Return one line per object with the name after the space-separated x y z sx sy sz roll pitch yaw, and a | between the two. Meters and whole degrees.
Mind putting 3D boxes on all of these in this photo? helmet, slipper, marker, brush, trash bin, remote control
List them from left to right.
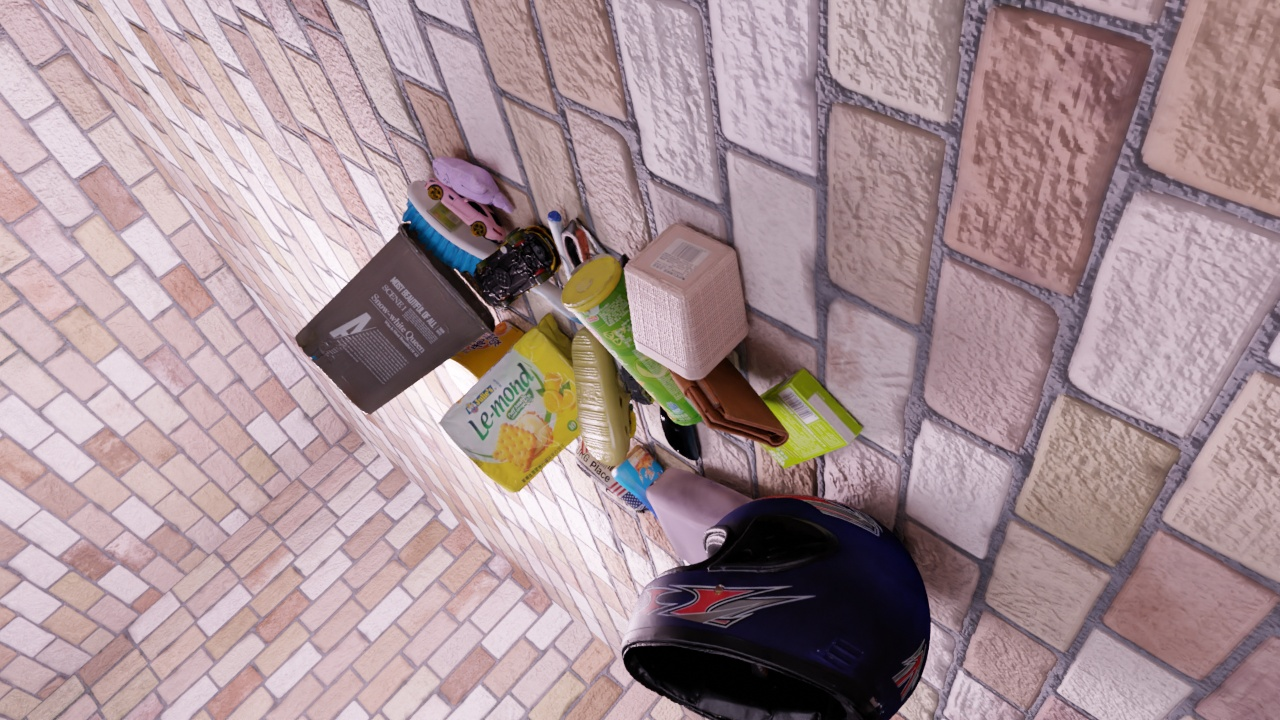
-0.355 -0.056 1.329 0.199 0.220 0.198 50 180 -13 | trash bin
-0.194 -0.131 1.214 0.314 0.060 0.110 41 154 4 | brush
-0.086 -0.121 1.075 0.017 0.016 0.146 33 157 28 | marker
-0.036 0.044 1.208 0.092 0.081 0.190 13 115 57 | slipper
0.049 0.094 1.210 0.053 0.024 0.136 30 154 31 | remote control
0.157 0.268 1.010 0.316 0.239 0.247 1 134 32 | helmet

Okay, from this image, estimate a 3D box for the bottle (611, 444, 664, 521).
0.052 0.222 1.373 0.218 0.065 0.065 45 158 1 | bottle

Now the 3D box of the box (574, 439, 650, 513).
-0.038 0.176 1.453 0.163 0.074 0.081 38 148 24 | box

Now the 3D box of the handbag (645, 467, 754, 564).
0.114 0.227 1.231 0.197 0.098 0.145 17 146 51 | handbag

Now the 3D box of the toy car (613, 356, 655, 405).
-0.007 0.007 1.148 0.048 0.032 0.105 9 127 54 | toy car

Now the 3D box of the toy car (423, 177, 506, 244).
-0.217 -0.190 1.151 0.122 0.037 0.056 39 -175 3 | toy car

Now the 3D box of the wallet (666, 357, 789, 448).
0.080 0.031 0.922 0.107 0.031 0.131 18 -156 -38 | wallet

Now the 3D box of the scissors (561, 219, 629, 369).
-0.033 -0.065 1.049 0.189 0.015 0.222 50 155 1 | scissors

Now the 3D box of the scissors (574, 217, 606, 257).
-0.016 -0.086 1.026 0.160 0.014 0.181 11 139 55 | scissors

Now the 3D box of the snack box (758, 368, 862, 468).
0.160 0.065 0.960 0.086 0.026 0.157 45 158 1 | snack box

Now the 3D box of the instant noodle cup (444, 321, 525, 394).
-0.219 0.013 1.428 0.138 0.109 0.138 37 156 19 | instant noodle cup

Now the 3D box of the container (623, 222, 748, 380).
0.042 -0.059 0.872 0.090 0.089 0.111 31 152 31 | container

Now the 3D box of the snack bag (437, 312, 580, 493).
-0.160 0.068 1.311 0.158 0.247 0.068 46 -161 -6 | snack bag

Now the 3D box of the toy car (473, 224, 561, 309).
-0.154 -0.116 1.134 0.156 0.041 0.071 -27 101 48 | toy car

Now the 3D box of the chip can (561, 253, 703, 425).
0.008 -0.015 0.984 0.073 0.072 0.221 15 153 51 | chip can

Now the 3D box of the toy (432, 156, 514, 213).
-0.206 -0.215 1.102 0.108 0.039 0.084 27 173 34 | toy
